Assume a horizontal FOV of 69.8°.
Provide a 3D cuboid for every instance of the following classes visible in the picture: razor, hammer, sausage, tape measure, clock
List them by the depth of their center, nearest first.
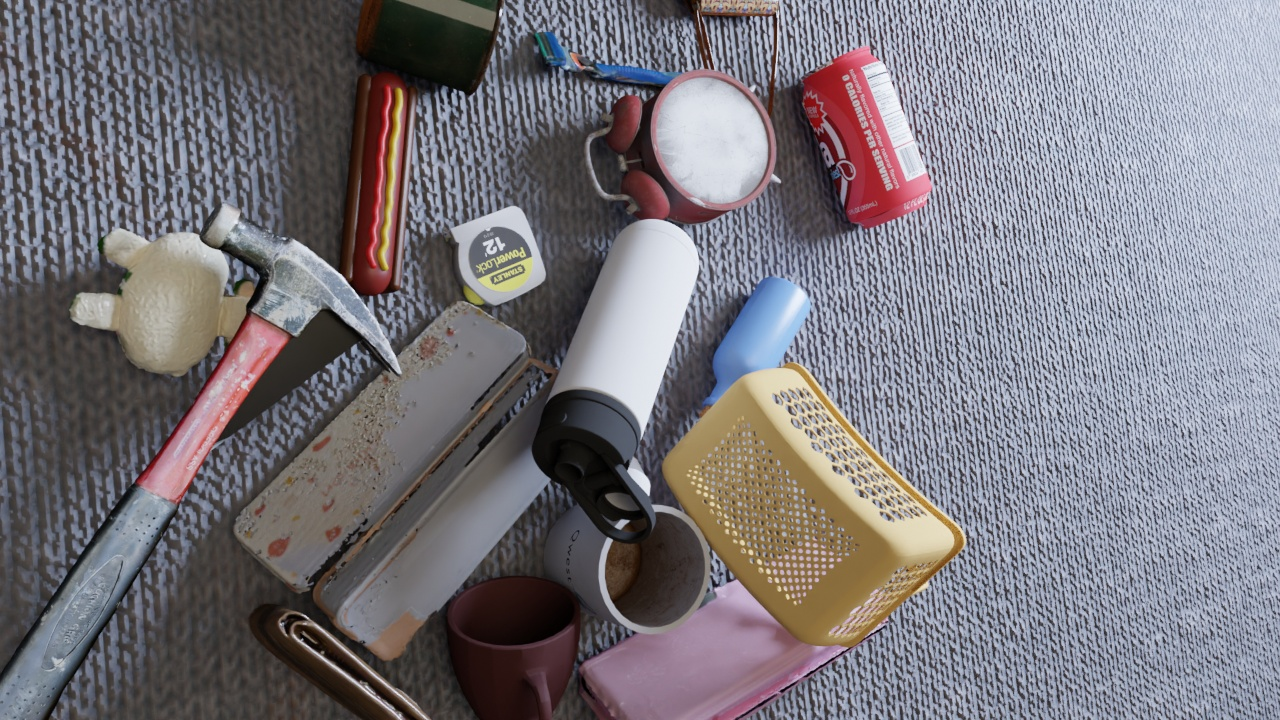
[{"bbox_3d":[-0.269,0.080,0.529,0.140,0.036,0.325,37,78,-32],"label":"hammer"},{"bbox_3d":[-0.176,-0.119,0.618,0.040,0.040,0.155,7,81,-26],"label":"sausage"},{"bbox_3d":[-0.105,-0.074,0.662,0.064,0.017,0.065,-26,97,-27],"label":"tape measure"},{"bbox_3d":[0.026,-0.159,0.713,0.156,0.062,0.110,-16,92,-26],"label":"clock"},{"bbox_3d":[-0.015,-0.228,0.723,0.140,0.018,0.043,4,46,-28],"label":"razor"}]

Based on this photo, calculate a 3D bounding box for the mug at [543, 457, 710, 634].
[{"bbox_3d":[-0.013,0.123,0.642,0.083,0.097,0.119,-3,86,-27],"label":"mug"}]

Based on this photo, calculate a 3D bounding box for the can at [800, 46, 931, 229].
[{"bbox_3d":[0.194,-0.191,0.795,0.074,0.075,0.142,-27,97,-27],"label":"can"}]

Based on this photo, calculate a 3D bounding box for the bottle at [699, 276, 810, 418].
[{"bbox_3d":[0.086,-0.004,0.734,0.048,0.048,0.131,40,68,-18],"label":"bottle"}]

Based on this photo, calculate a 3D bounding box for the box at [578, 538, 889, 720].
[{"bbox_3d":[0.074,0.241,0.697,0.232,0.099,0.107,-22,127,-29],"label":"box"}]

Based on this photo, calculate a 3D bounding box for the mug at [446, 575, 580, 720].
[{"bbox_3d":[-0.078,0.208,0.599,0.087,0.114,0.088,-6,109,-22],"label":"mug"}]

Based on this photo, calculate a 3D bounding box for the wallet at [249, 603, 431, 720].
[{"bbox_3d":[-0.178,0.189,0.551,0.121,0.099,0.026,47,59,-15],"label":"wallet"}]

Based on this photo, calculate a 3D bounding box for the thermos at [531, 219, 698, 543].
[{"bbox_3d":[-0.004,0.004,0.629,0.101,0.069,0.229,49,38,-26],"label":"thermos"}]

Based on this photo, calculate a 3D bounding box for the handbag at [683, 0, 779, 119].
[{"bbox_3d":[0.081,-0.261,0.776,0.093,0.043,0.196,-12,99,-31],"label":"handbag"}]

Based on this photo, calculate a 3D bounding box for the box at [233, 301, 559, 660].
[{"bbox_3d":[-0.145,0.075,0.615,0.216,0.096,0.115,-49,134,-21],"label":"box"}]

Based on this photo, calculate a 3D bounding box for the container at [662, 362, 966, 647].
[{"bbox_3d":[0.124,0.105,0.669,0.183,0.129,0.166,49,18,25],"label":"container"}]

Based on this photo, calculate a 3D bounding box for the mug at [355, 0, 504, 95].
[{"bbox_3d":[-0.146,-0.244,0.631,0.081,0.085,0.110,12,45,-24],"label":"mug"}]

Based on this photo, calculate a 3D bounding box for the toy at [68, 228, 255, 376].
[{"bbox_3d":[-0.277,-0.034,0.551,0.112,0.050,0.087,15,81,-40],"label":"toy"}]
